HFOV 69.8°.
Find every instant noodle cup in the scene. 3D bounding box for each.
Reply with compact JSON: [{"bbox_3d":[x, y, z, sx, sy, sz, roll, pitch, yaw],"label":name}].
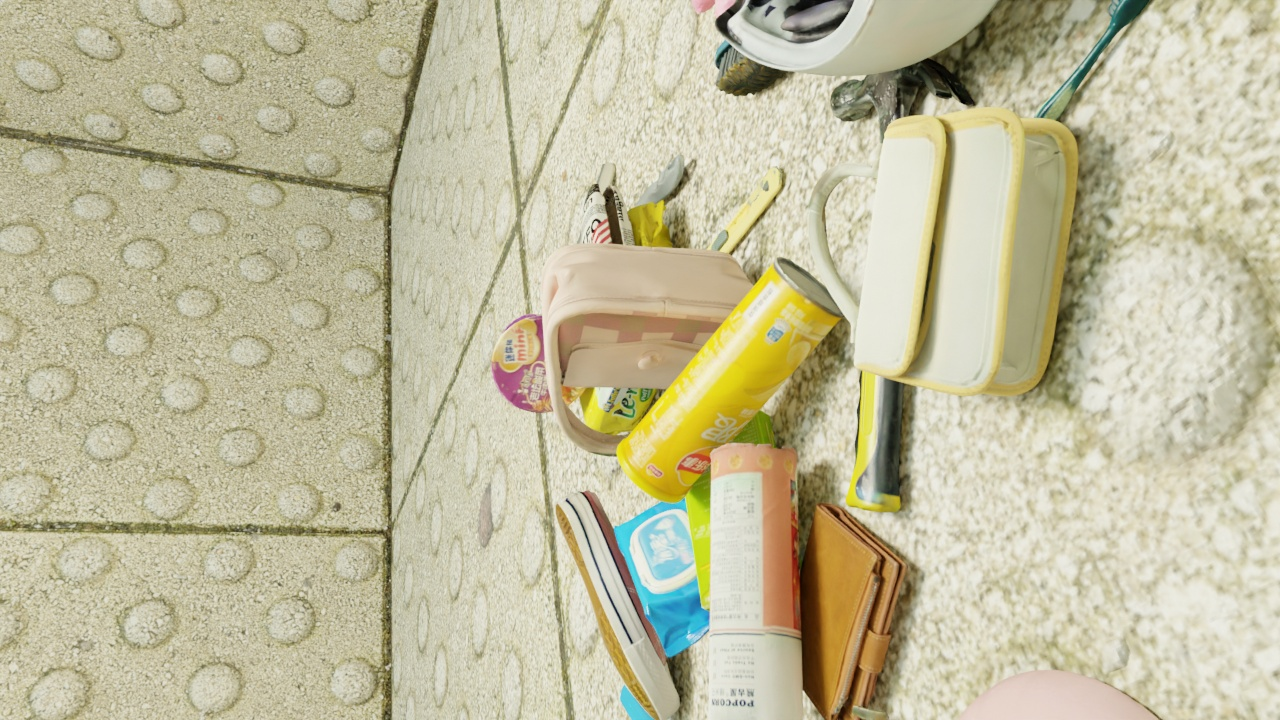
[{"bbox_3d":[-0.118,-0.004,1.052,0.099,0.111,0.111,-138,57,-73],"label":"instant noodle cup"}]

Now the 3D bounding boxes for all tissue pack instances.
[{"bbox_3d":[0.036,0.184,0.828,0.052,0.095,0.157,58,-177,-39],"label":"tissue pack"}]

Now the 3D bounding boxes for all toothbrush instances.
[{"bbox_3d":[0.235,-0.141,0.542,0.018,0.016,0.192,-93,23,-45],"label":"toothbrush"}]

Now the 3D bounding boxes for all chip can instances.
[{"bbox_3d":[0.085,0.171,0.681,0.071,0.071,0.214,141,135,-59],"label":"chip can"},{"bbox_3d":[0.068,0.019,0.740,0.214,0.072,0.072,-52,35,22],"label":"chip can"}]

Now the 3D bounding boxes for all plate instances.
[{"bbox_3d":[0.212,0.259,0.468,0.193,0.039,0.192,-175,90,-67],"label":"plate"}]

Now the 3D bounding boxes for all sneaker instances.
[{"bbox_3d":[-0.004,0.236,0.925,0.241,0.087,0.118,66,161,13],"label":"sneaker"}]

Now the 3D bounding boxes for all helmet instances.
[{"bbox_3d":[0.167,-0.299,0.572,0.229,0.145,0.258,-6,75,63],"label":"helmet"}]

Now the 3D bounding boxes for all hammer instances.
[{"bbox_3d":[0.173,-0.057,0.644,0.126,0.031,0.323,173,102,-67],"label":"hammer"}]

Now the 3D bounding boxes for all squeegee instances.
[{"bbox_3d":[-0.005,-0.179,1.084,0.247,0.039,0.246,-28,42,56],"label":"squeegee"}]

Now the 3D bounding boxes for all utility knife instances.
[{"bbox_3d":[0.095,-0.131,0.872,0.152,0.018,0.031,-47,49,49],"label":"utility knife"},{"bbox_3d":[0.017,0.379,0.925,0.166,0.018,0.034,-145,60,-62],"label":"utility knife"}]

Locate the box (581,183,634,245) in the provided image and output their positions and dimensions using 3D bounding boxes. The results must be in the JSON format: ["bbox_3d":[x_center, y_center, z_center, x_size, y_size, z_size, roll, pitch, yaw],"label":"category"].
[{"bbox_3d":[-0.041,-0.116,0.957,0.074,0.064,0.164,-40,43,33],"label":"box"}]

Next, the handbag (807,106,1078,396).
[{"bbox_3d":[0.165,-0.068,0.570,0.179,0.063,0.163,14,100,53],"label":"handbag"}]

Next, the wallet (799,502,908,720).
[{"bbox_3d":[0.143,0.184,0.653,0.119,0.035,0.131,-141,60,-65],"label":"wallet"}]

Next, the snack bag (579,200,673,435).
[{"bbox_3d":[-0.010,-0.040,1.021,0.157,0.068,0.247,-105,31,-42],"label":"snack bag"}]

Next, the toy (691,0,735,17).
[{"bbox_3d":[0.091,-0.410,0.867,0.195,0.074,0.178,118,152,-47],"label":"toy"}]

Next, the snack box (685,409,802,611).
[{"bbox_3d":[0.081,0.125,0.772,0.086,0.026,0.156,-25,55,26],"label":"snack box"}]

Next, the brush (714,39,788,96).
[{"bbox_3d":[0.112,-0.291,0.811,0.144,0.055,0.073,162,110,-66],"label":"brush"}]

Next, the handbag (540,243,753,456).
[{"bbox_3d":[-0.005,0.005,0.870,0.093,0.193,0.235,-99,18,-46],"label":"handbag"}]
